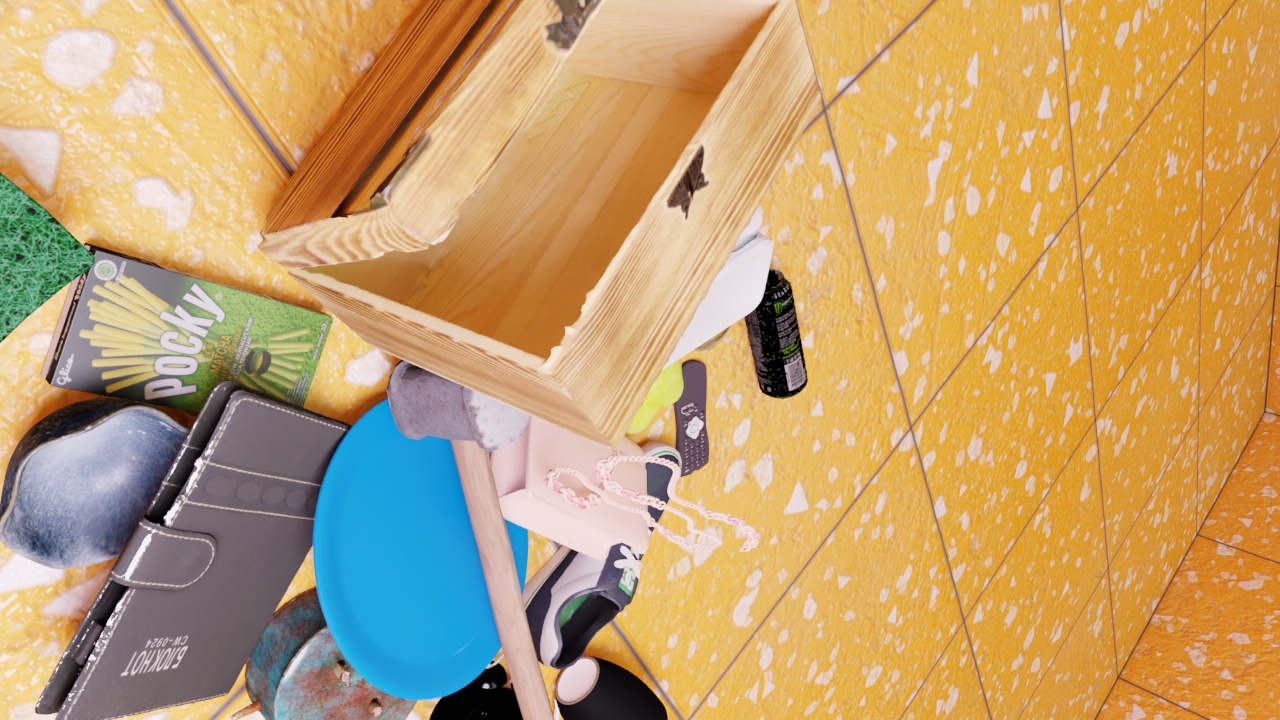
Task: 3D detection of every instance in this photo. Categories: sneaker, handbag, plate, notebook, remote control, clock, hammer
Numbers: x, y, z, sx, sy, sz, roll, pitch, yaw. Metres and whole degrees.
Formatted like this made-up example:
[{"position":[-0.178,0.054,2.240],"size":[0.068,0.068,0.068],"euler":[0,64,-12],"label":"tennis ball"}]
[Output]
[{"position":[-0.023,0.179,0.847],"size":[0.234,0.079,0.084],"euler":[-52,133,-18],"label":"sneaker"},{"position":[-0.006,0.080,0.750],"size":[0.198,0.188,0.116],"euler":[36,46,-42],"label":"handbag"},{"position":[-0.161,0.135,0.687],"size":[0.224,0.024,0.224],"euler":[25,60,-56],"label":"plate"},{"position":[-0.264,0.123,0.583],"size":[0.209,0.029,0.169],"euler":[-65,164,-8],"label":"notebook"},{"position":[0.052,0.058,0.926],"size":[0.046,0.009,0.124],"euler":[-22,119,-38],"label":"remote control"},{"position":[-0.210,0.217,0.683],"size":[0.157,0.073,0.121],"euler":[-53,134,-17],"label":"clock"},{"position":[-0.136,0.314,0.812],"size":[0.120,0.043,0.091],"euler":[-56,135,-13],"label":"clock"},{"position":[-0.107,0.147,0.683],"size":[0.052,0.098,0.329],"euler":[-32,118,-49],"label":"hammer"}]

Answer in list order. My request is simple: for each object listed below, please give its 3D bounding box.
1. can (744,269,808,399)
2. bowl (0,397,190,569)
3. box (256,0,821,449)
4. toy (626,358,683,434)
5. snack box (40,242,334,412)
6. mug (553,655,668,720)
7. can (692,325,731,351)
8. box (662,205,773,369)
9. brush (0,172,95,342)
[{"position":[0.139,-0.025,0.948],"size":[0.053,0.054,0.138],"euler":[-37,128,-29],"label":"can"},{"position":[-0.314,0.062,0.527],"size":[0.110,0.055,0.111],"euler":[-36,148,-27],"label":"bowl"},{"position":[-0.083,-0.146,0.550],"size":[0.278,0.259,0.220],"euler":[-60,145,-16],"label":"box"},{"position":[-0.005,0.005,0.826],"size":[0.092,0.046,0.115],"euler":[-40,122,-27],"label":"toy"},{"position":[-0.274,-0.010,0.570],"size":[0.147,0.025,0.080],"euler":[19,91,-46],"label":"snack box"},{"position":[-0.048,0.347,0.895],"size":[0.119,0.084,0.100],"euler":[-34,118,6],"label":"mug"},{"position":[0.049,-0.055,0.858],"size":[0.086,0.043,0.086],"euler":[-17,116,-40],"label":"can"},{"position":[0.021,-0.071,0.760],"size":[0.210,0.084,0.186],"euler":[-30,124,-28],"label":"box"},{"position":[-0.406,-0.012,0.404],"size":[0.195,0.075,0.250],"euler":[39,77,-45],"label":"brush"}]
